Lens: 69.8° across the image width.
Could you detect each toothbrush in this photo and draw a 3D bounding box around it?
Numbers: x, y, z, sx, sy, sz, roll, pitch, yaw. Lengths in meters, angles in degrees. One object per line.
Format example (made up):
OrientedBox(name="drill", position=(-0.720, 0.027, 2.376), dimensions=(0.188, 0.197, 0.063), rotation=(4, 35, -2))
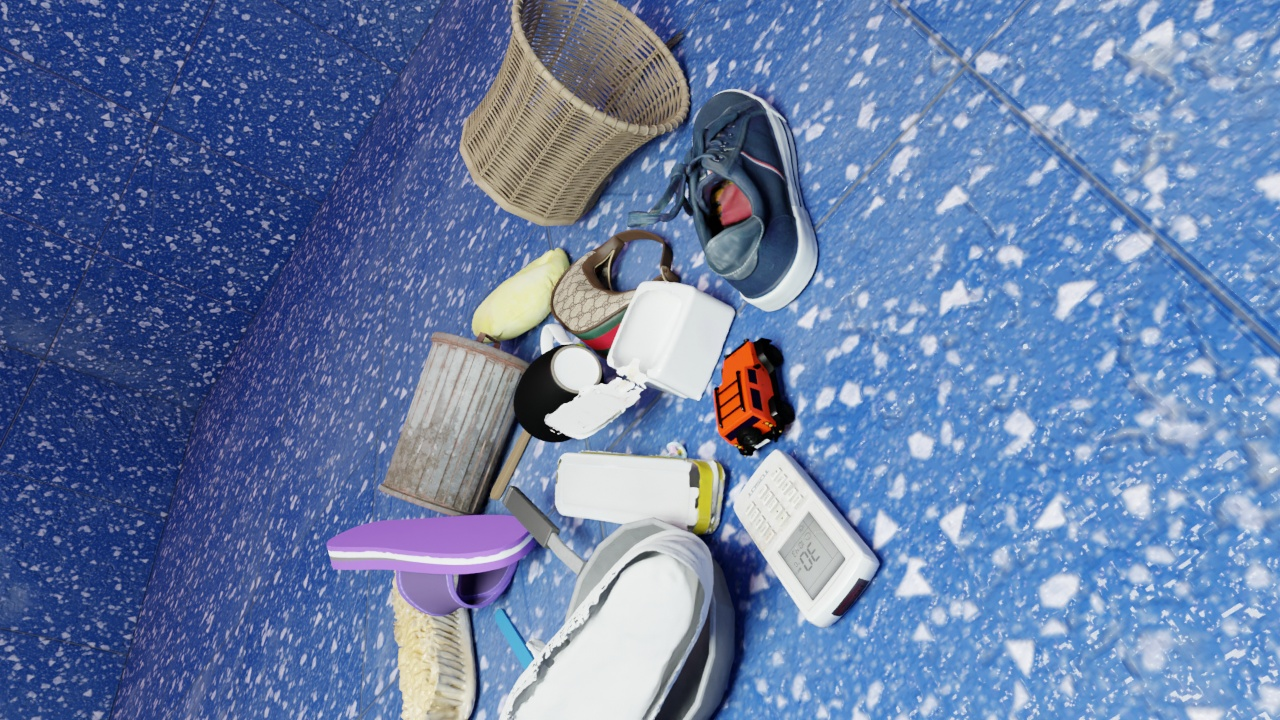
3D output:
OrientedBox(name="toothbrush", position=(-0.134, 0.087, 1.062), dimensions=(0.167, 0.016, 0.016), rotation=(-63, 28, 4))
OrientedBox(name="toothbrush", position=(-0.118, 0.282, 0.889), dimensions=(0.016, 0.014, 0.167), rotation=(-63, 29, 1))
OrientedBox(name="toothbrush", position=(-0.013, 0.114, 0.850), dimensions=(0.155, 0.016, 0.022), rotation=(-36, 84, 39))

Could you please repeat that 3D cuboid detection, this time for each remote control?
OrientedBox(name="remote control", position=(0.112, 0.120, 0.639), dimensions=(0.060, 0.025, 0.138), rotation=(-56, 31, 14))

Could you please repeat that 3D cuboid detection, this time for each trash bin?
OrientedBox(name="trash bin", position=(-0.213, 0.071, 1.086), dimensions=(0.131, 0.130, 0.211), rotation=(4, 72, 58))

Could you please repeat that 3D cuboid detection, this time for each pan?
OrientedBox(name="pan", position=(-0.037, 0.186, 0.774), dimensions=(0.357, 0.041, 0.178), rotation=(30, 97, 54))

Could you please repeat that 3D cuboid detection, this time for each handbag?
OrientedBox(name="handbag", position=(-0.024, -0.077, 0.975), dimensions=(0.138, 0.063, 0.166), rotation=(-51, 31, 4))

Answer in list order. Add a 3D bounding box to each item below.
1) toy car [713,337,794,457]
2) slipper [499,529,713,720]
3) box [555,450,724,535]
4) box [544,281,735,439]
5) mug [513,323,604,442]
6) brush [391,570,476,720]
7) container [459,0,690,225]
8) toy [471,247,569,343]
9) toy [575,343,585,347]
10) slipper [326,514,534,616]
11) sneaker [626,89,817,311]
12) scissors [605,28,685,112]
OrientedBox(name="toy car", position=(0.085, 0.026, 0.729), dimensions=(0.051, 0.048, 0.100), rotation=(-41, 37, 35))
OrientedBox(name="slipper", position=(-0.029, 0.218, 0.649), dimensions=(0.112, 0.074, 0.247), rotation=(39, 110, 21))
OrientedBox(name="box", position=(-0.009, 0.113, 0.806), dimensions=(0.210, 0.033, 0.064), rotation=(-4, 77, 52))
OrientedBox(name="box", position=(0.003, 0.010, 0.845), dimensions=(0.190, 0.083, 0.111), rotation=(-52, 26, -13))
OrientedBox(name="mug", position=(-0.080, 0.012, 0.928), dimensions=(0.100, 0.084, 0.118), rotation=(129, 134, -59))
OrientedBox(name="brush", position=(-0.230, 0.297, 1.012), dimensions=(0.083, 0.056, 0.271), rotation=(-55, 31, 18))
OrientedBox(name="container", position=(-0.088, -0.293, 1.089), dimensions=(0.197, 0.226, 0.226), rotation=(-44, 35, 43))
OrientedBox(name="toy", position=(-0.160, -0.076, 1.176), dimensions=(0.171, 0.064, 0.154), rotation=(-23, 31, 45))
OrientedBox(name="toy", position=(-0.089, 0.029, 1.016), dimensions=(0.094, 0.036, 0.093), rotation=(-34, 36, 32))
OrientedBox(name="slipper", position=(-0.217, 0.223, 0.975), dimensions=(0.267, 0.107, 0.084), rotation=(-6, 99, 31))
OrientedBox(name="sneaker", position=(0.066, -0.173, 0.839), dimensions=(0.121, 0.127, 0.294), rotation=(-43, 34, 30))
OrientedBox(name="scissors", position=(0.004, -0.397, 1.212), dimensions=(0.170, 0.012, 0.131), rotation=(-50, 35, 29))
